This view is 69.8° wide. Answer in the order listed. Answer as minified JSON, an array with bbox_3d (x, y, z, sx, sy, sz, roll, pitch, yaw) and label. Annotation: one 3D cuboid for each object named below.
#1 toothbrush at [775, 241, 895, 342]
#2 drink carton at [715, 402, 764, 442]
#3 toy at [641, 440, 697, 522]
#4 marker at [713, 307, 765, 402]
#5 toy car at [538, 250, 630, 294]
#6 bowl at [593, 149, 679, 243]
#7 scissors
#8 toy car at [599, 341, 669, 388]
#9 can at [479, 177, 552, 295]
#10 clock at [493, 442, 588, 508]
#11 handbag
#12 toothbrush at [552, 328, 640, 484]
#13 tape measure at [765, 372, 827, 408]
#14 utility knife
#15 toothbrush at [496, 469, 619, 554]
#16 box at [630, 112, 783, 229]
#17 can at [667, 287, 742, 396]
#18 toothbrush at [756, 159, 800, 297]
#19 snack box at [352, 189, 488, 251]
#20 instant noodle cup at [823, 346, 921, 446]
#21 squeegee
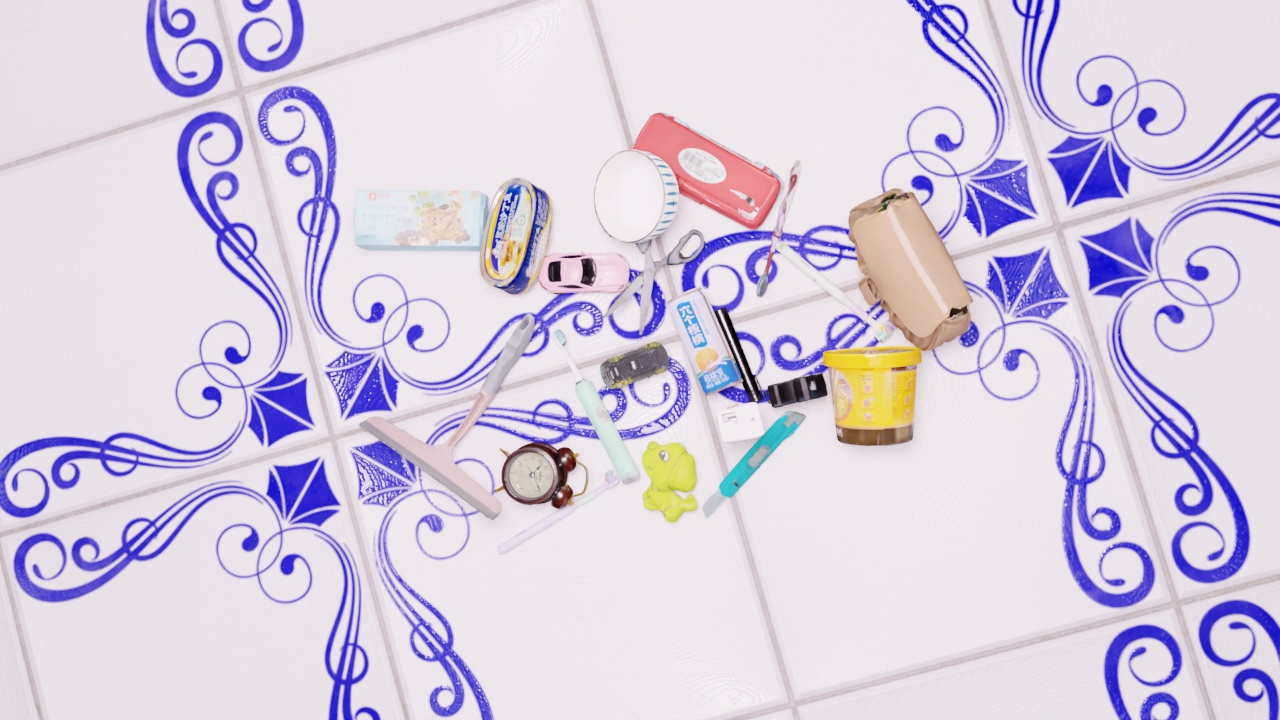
[{"bbox_3d":[0.250,-0.092,1.190,0.189,0.020,0.029,39,86,0],"label":"toothbrush"},{"bbox_3d":[0.124,0.077,1.148,0.053,0.122,0.045,-13,85,5],"label":"drink carton"},{"bbox_3d":[0.039,0.155,1.197,0.097,0.031,0.100,30,95,5],"label":"toy"},{"bbox_3d":[0.129,-0.007,1.201,0.022,0.020,0.132,-24,87,18],"label":"marker"},{"bbox_3d":[-0.075,-0.116,1.213,0.122,0.037,0.056,-1,89,3],"label":"toy car"},{"bbox_3d":[0.004,-0.209,1.172,0.117,0.066,0.116,8,102,39],"label":"bowl"},{"bbox_3d":[0.013,-0.122,1.198,0.177,0.014,0.159,-23,75,-9],"label":"scissors"},{"bbox_3d":[-0.007,0.007,1.203,0.091,0.036,0.043,-20,85,4],"label":"toy car"},{"bbox_3d":[-0.163,-0.162,1.202,0.075,0.049,0.148,11,86,26],"label":"can"},{"bbox_3d":[-0.127,0.150,1.197,0.122,0.055,0.082,7,88,7],"label":"clock"},{"bbox_3d":[0.325,-0.110,1.126,0.100,0.148,0.204,-27,82,1],"label":"handbag"},{"bbox_3d":[-0.062,0.060,1.210,0.026,0.027,0.224,-25,85,-34],"label":"toothbrush"},{"bbox_3d":[0.204,0.037,1.170,0.066,0.065,0.033,-15,86,44],"label":"tape measure"},{"bbox_3d":[0.146,0.134,1.198,0.029,0.013,0.187,42,91,5],"label":"utility knife"},{"bbox_3d":[-0.111,0.203,1.212,0.189,0.029,0.021,-33,123,3],"label":"toothbrush"},{"bbox_3d":[0.087,-0.251,1.207,0.201,0.047,0.086,30,90,5],"label":"box"},{"bbox_3d":[0.083,-0.024,1.188,0.053,0.053,0.134,-23,86,3],"label":"can"},{"bbox_3d":[0.181,-0.173,1.204,0.016,0.017,0.187,16,90,4],"label":"toothbrush"},{"bbox_3d":[-0.291,-0.186,1.223,0.175,0.051,0.074,1,89,4],"label":"snack box"},{"bbox_3d":[0.291,0.043,1.144,0.118,0.118,0.114,-4,95,4],"label":"instant noodle cup"},{"bbox_3d":[-0.209,0.046,1.214,0.248,0.040,0.249,30,83,25],"label":"squeegee"}]
